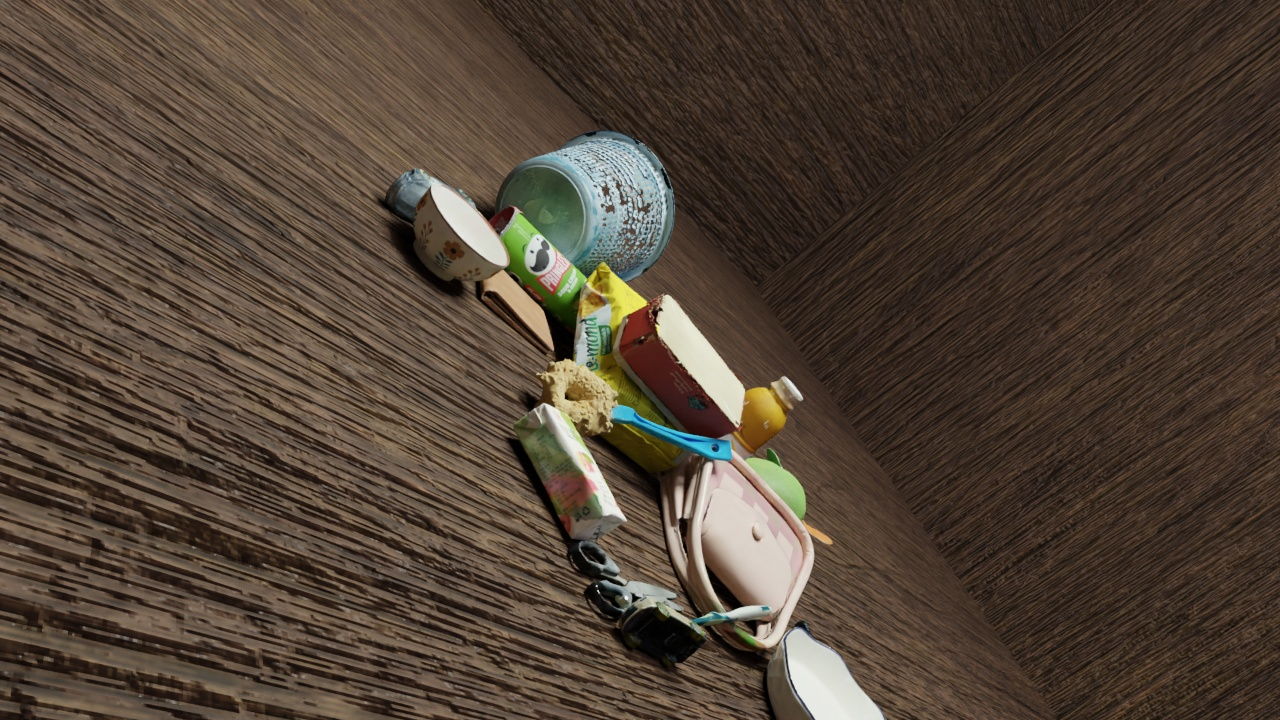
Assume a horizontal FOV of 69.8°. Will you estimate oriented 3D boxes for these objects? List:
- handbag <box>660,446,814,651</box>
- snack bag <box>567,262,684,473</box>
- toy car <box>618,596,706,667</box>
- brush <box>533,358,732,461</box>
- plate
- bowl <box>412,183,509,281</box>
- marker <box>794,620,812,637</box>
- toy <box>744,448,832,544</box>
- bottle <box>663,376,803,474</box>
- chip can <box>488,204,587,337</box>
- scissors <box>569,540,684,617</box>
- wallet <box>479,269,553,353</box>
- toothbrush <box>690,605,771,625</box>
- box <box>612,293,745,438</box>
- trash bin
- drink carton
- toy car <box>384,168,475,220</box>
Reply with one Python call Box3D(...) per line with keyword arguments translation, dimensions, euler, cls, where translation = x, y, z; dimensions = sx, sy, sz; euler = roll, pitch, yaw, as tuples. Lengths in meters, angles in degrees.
Box3D(translation=(0.102, 0.221, 1.012), dimensions=(0.193, 0.094, 0.233), euler=(47, 25, -14), cls="handbag")
Box3D(translation=(-0.007, 0.006, 1.102), dimensions=(0.158, 0.068, 0.245), euler=(41, 34, -32), cls="snack bag")
Box3D(translation=(0.017, 0.225, 0.771), dimensions=(0.090, 0.042, 0.035), euler=(40, 7, -41), cls="toy car")
Box3D(translation=(-0.003, 0.066, 0.974), dimensions=(0.254, 0.046, 0.083), euler=(21, 51, -31), cls="brush")
Box3D(translation=(0.200, 0.375, 0.940), dimensions=(0.205, 0.046, 0.204), euler=(44, 16, -17), cls="plate")
Box3D(translation=(-0.198, -0.124, 0.969), dimensions=(0.113, 0.062, 0.113), euler=(45, 15, -16), cls="bowl")
Box3D(translation=(0.212, 0.363, 1.087), dimensions=(0.022, 0.018, 0.130), euler=(51, 11, -33), cls="marker")
Box3D(translation=(0.172, 0.187, 1.280), dimensions=(0.227, 0.090, 0.246), euler=(39, 7, 16), cls="toy")
Box3D(translation=(0.113, 0.091, 1.125), dimensions=(0.068, 0.190, 0.068), euler=(47, 13, -15), cls="bottle")
Box3D(translation=(-0.104, -0.093, 1.174), dimensions=(0.236, 0.072, 0.072), euler=(43, 15, -29), cls="chip can")
Box3D(translation=(-0.003, 0.211, 0.816), dimensions=(0.172, 0.014, 0.145), euler=(49, 12, -18), cls="scissors")
Box3D(translation=(-0.148, -0.068, 1.079), dimensions=(0.115, 0.020, 0.101), euler=(45, 13, -31), cls="wallet")
Box3D(translation=(0.071, 0.243, 0.876), dimensions=(0.191, 0.016, 0.018), euler=(12, 29, -49), cls="toothbrush")
Box3D(translation=(0.054, 0.009, 1.040), dimensions=(0.168, 0.080, 0.091), euler=(49, 32, -24), cls="box")
Box3D(translation=(-0.092, -0.206, 1.277), dimensions=(0.226, 0.227, 0.194), euler=(52, 27, 6), cls="trash bin")
Box3D(translation=(-0.065, 0.102, 0.825), dimensions=(0.122, 0.045, 0.053), euler=(57, 10, 24), cls="drink carton")
Box3D(translation=(-0.228, -0.171, 1.015), dimensions=(0.036, 0.054, 0.120), euler=(55, 14, 25), cls="toy car")
